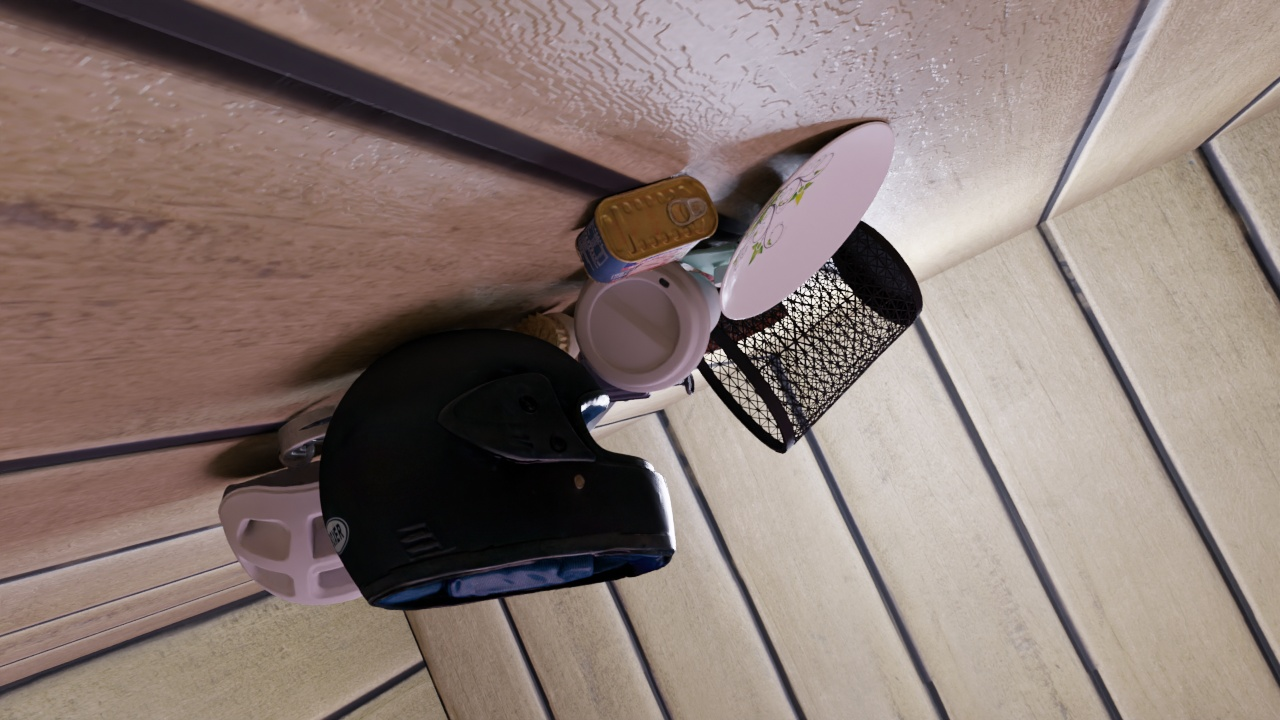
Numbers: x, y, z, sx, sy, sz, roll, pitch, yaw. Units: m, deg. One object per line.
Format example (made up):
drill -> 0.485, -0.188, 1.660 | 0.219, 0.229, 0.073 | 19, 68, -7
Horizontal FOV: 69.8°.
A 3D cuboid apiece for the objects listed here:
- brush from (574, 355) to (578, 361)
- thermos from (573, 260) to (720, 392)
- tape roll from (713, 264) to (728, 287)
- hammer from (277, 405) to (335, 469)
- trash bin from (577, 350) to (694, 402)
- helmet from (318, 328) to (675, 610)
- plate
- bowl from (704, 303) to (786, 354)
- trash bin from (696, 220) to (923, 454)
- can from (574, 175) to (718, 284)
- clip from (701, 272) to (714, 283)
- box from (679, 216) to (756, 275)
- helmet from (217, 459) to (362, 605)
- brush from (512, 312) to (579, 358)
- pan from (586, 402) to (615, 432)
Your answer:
brush -> -0.090, 0.011, 1.264 | 0.049, 0.039, 0.117 | -27, 179, 14
thermos -> 0.023, -0.046, 0.940 | 0.132, 0.131, 0.221 | -27, 180, 18
tape roll -> 0.127, -0.093, 0.997 | 0.094, 0.019, 0.094 | -3, 178, 0
hammer -> -0.223, 0.059, 0.992 | 0.315, 0.036, 0.126 | -9, 166, -27
trash bin -> -0.007, 0.006, 1.099 | 0.094, 0.092, 0.160 | -7, -179, 21
helmet -> -0.129, 0.090, 0.843 | 0.315, 0.235, 0.250 | 0, 157, -28
plate -> 0.150, -0.136, 0.873 | 0.229, 0.030, 0.230 | -37, 157, -19
bowl -> 0.132, -0.067, 1.319 | 0.147, 0.069, 0.147 | -23, 173, -3
trash bin -> 0.204, -0.044, 1.149 | 0.243, 0.217, 0.217 | -38, 175, -8
can -> 0.004, -0.100, 0.715 | 0.099, 0.054, 0.059 | -21, 173, -24
clip -> 0.072, -0.096, 1.111 | 0.060, 0.023, 0.044 | -23, 169, -28
box -> 0.119, -0.122, 0.989 | 0.138, 0.057, 0.186 | -33, 170, 16
helmet -> -0.353, 0.162, 1.039 | 0.223, 0.184, 0.282 | -9, -161, -22
brush -> -0.147, 0.007, 1.026 | 0.077, 0.062, 0.273 | -1, 165, -31
pan -> -0.003, -0.010, 1.280 | 0.200, 0.051, 0.358 | -47, 174, -47
